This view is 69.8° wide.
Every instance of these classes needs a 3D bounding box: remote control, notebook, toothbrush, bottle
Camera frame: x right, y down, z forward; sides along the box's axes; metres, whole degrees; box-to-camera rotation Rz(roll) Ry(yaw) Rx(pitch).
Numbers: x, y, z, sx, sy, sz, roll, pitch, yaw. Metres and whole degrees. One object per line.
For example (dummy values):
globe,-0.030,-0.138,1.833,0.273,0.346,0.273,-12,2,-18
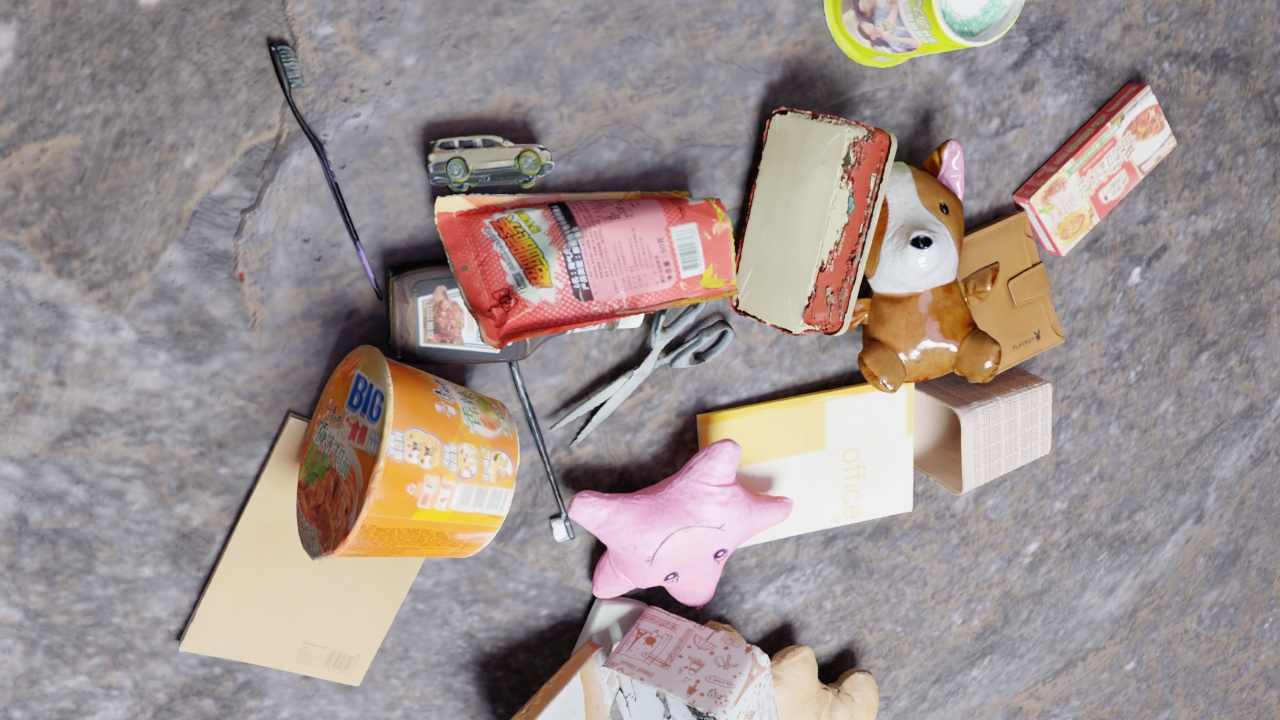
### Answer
remote control,-0.042,0.286,0.849,0.058,0.021,0.150,17,103,-31
notebook,-0.252,0.160,0.735,0.149,0.012,0.211,24,99,-27
notebook,0.156,0.097,0.847,0.206,0.010,0.146,-10,113,-9
toothbrush,-0.215,-0.128,0.644,0.016,0.014,0.189,-28,117,-22
toothbrush,-0.084,0.077,0.763,0.018,0.015,0.181,-15,114,-5
bottle,-0.093,-0.039,0.703,0.194,0.044,0.080,-3,108,-20

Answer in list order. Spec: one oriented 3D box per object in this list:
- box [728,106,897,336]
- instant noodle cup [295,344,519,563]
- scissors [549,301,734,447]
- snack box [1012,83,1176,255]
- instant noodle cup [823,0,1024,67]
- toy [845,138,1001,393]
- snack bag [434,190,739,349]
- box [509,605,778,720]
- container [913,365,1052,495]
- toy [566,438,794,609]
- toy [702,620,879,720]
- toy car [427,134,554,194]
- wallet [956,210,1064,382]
box,0.129,-0.107,0.720,0.077,0.091,0.168,-4,112,-43
instant noodle cup,-0.165,0.075,0.659,0.111,0.151,0.151,17,102,-36
scissors,0.006,0.008,0.762,0.165,0.014,0.164,-5,128,-31
snack box,0.420,-0.175,0.846,0.153,0.025,0.075,-44,117,-1
instant noodle cup,0.216,-0.275,0.683,0.111,0.123,0.112,-7,111,-18
toy,0.221,-0.074,0.759,0.140,0.130,0.199,-8,95,5
snack bag,-0.035,-0.077,0.674,0.207,0.128,0.073,-11,152,-23
box,0.011,0.343,0.785,0.204,0.158,0.181,-38,132,-39
container,0.316,0.056,0.860,0.110,0.090,0.090,-17,113,-17
toy,0.043,0.152,0.801,0.194,0.074,0.179,-20,125,-4
toy,0.130,0.338,0.903,0.226,0.082,0.143,29,92,-23
toy car,-0.108,-0.143,0.660,0.090,0.042,0.035,-5,88,-12
wallet,0.324,-0.059,0.835,0.107,0.031,0.132,-22,100,-16
